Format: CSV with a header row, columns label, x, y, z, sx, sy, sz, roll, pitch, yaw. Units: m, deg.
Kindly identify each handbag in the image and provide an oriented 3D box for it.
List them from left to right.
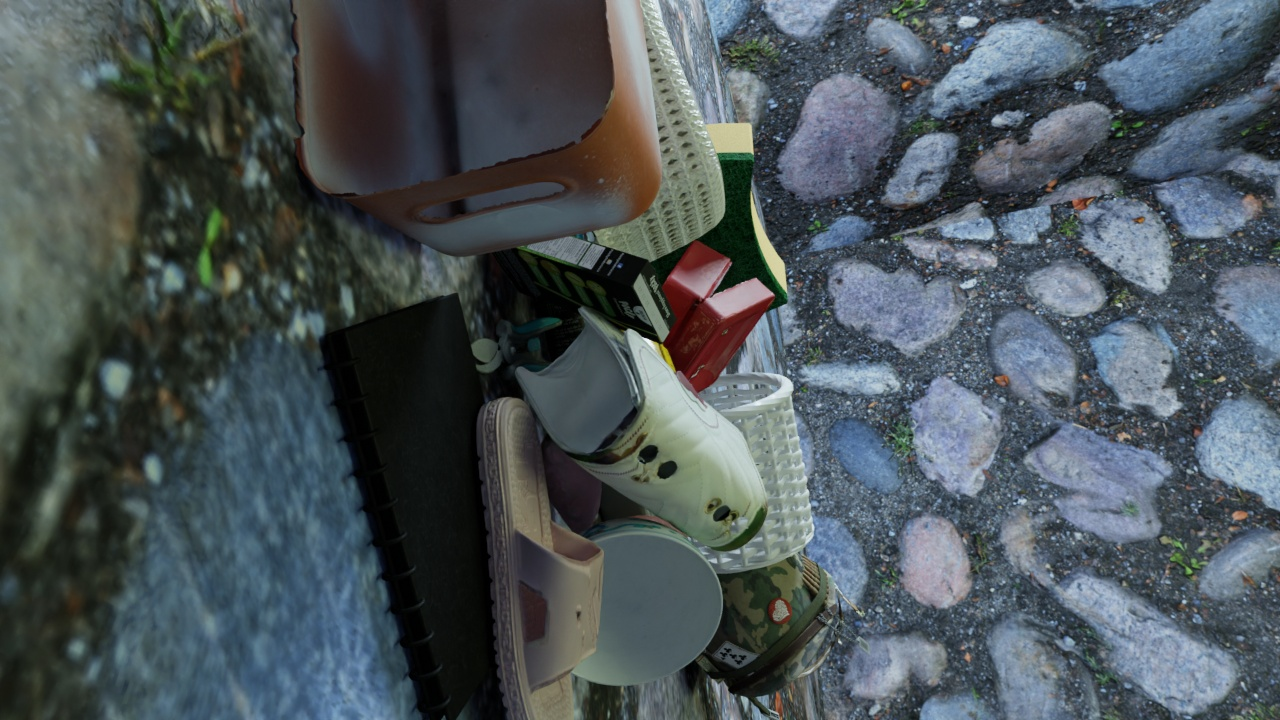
label,x,y,z,sx,sy,sz,roll,pitch,yaw
handbag,0.011,0.058,0.714,0.198,0.096,0.142,43,6,-46

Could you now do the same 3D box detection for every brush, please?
label,x,y,z,sx,sy,sz,roll,pitch,yaw
brush,0.061,-0.153,1.111,0.075,0.195,0.250,-86,161,-44

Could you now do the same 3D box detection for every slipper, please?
label,x,y,z,sx,sy,sz,roll,pitch,yaw
slipper,-0.060,0.139,0.624,0.094,0.064,0.239,32,47,-75

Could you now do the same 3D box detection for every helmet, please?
label,x,y,z,sx,sy,sz,roll,pitch,yaw
helmet,0.158,0.328,1.152,0.236,0.193,0.224,43,10,-30

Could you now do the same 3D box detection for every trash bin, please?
label,x,y,z,sx,sy,sz,roll,pitch,yaw
trash bin,-0.093,-0.206,0.565,0.157,0.182,0.259,37,44,-73

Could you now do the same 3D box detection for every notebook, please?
label,x,y,z,sx,sy,sz,roll,pitch,yaw
notebook,-0.123,0.082,0.573,0.169,0.019,0.231,-48,127,-74

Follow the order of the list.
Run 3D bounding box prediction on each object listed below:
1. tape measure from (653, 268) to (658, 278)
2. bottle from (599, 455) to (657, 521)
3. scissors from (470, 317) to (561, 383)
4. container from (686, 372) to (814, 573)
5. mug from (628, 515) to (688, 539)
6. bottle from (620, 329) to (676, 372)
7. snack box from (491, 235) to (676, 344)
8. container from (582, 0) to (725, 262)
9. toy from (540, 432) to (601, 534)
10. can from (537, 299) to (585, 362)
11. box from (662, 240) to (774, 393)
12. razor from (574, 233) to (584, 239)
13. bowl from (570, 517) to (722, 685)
label,x,y,z,sx,sy,sz,roll,pitch,yaw
tape measure,-0.009,-0.075,1.062,0.065,0.059,0.036,-85,155,-57
bottle,-0.010,0.138,0.934,0.083,0.046,0.174,-57,136,-70
scissors,-0.094,-0.012,0.738,0.130,0.019,0.150,63,31,-43
container,0.101,0.129,1.095,0.189,0.189,0.187,-49,129,-73
mug,0.001,0.221,0.850,0.110,0.096,0.123,-76,172,-51
bottle,-0.005,0.005,0.906,0.071,0.071,0.163,63,6,-50
snack box,-0.049,-0.065,0.723,0.025,0.148,0.080,-58,149,-19
container,-0.024,-0.200,0.805,0.185,0.143,0.251,53,16,-76
toy,-0.056,0.099,0.761,0.099,0.053,0.096,-38,119,-81
can,-0.056,-0.006,0.834,0.053,0.054,0.138,-50,128,-72
box,0.046,-0.038,1.028,0.117,0.158,0.135,42,35,12
razor,-0.066,-0.159,0.979,0.042,0.022,0.144,2,80,-38
bowl,-0.012,0.177,0.731,0.074,0.144,0.144,-106,180,-65
